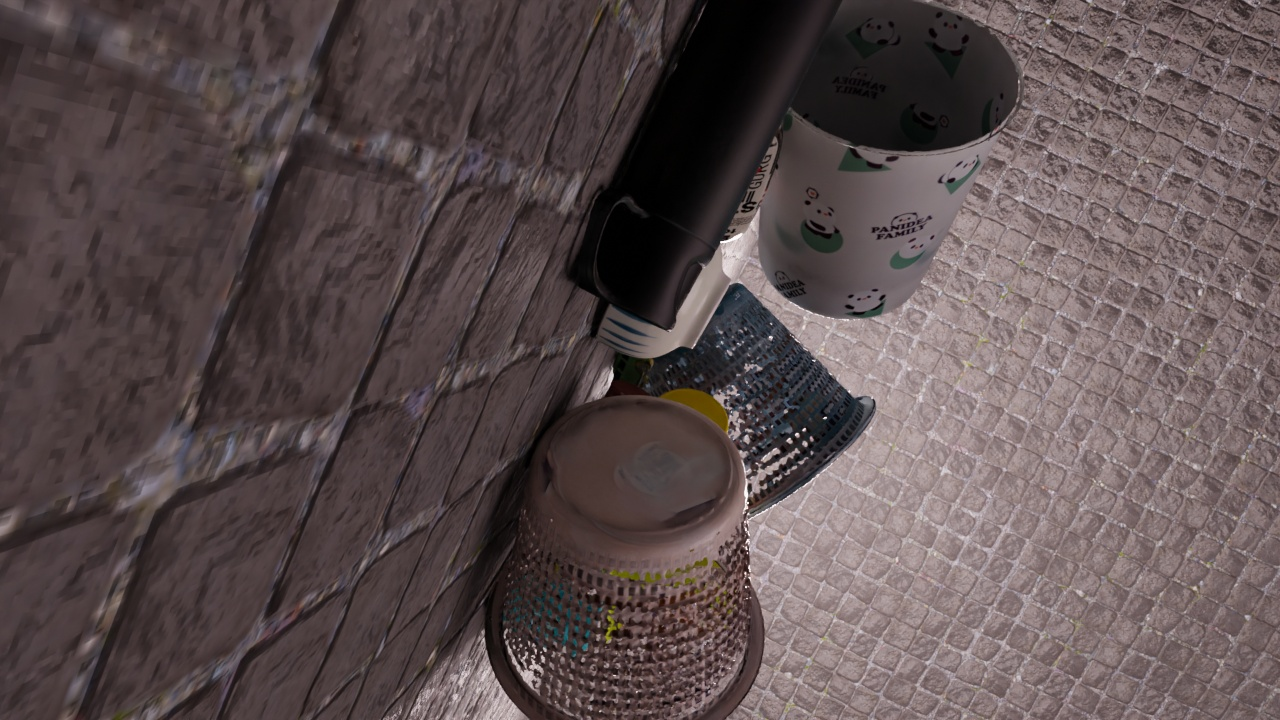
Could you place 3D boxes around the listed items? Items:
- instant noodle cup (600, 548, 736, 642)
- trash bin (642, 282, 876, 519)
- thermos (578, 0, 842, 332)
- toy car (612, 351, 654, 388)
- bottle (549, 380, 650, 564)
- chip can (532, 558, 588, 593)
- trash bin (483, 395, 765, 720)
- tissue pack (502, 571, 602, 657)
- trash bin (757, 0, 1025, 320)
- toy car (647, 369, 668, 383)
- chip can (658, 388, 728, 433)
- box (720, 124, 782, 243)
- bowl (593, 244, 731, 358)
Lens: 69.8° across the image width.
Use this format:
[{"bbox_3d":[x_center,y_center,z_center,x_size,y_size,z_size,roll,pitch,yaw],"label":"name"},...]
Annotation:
[{"bbox_3d":[0.026,0.212,0.863,0.112,0.123,0.111,180,-87,-86],"label":"instant noodle cup"},{"bbox_3d":[0.101,0.035,0.980,0.226,0.195,0.226,-37,-178,1],"label":"trash bin"},{"bbox_3d":[0.040,-0.138,0.499,0.242,0.068,0.090,-64,153,1],"label":"thermos"},{"bbox_3d":[-0.005,0.005,0.864,0.043,0.036,0.091,-60,172,-48],"label":"toy car"},{"bbox_3d":[-0.042,0.103,0.847,0.175,0.057,0.057,-66,175,14],"label":"bottle"},{"bbox_3d":[-0.055,0.160,0.932,0.072,0.072,0.213,-21,135,-82],"label":"chip can"},{"bbox_3d":[-0.006,0.142,0.688,0.226,0.227,0.192,-59,160,-47],"label":"trash bin"},{"bbox_3d":[-0.086,0.231,0.831,0.134,0.093,0.050,102,11,-67],"label":"tissue pack"},{"bbox_3d":[0.223,-0.187,0.913,0.252,0.230,0.228,90,24,-54],"label":"trash bin"},{"bbox_3d":[0.029,0.012,1.276,0.049,0.031,0.106,-64,177,6],"label":"toy car"},{"bbox_3d":[0.034,0.118,0.883,0.217,0.073,0.073,96,18,-50],"label":"chip can"},{"bbox_3d":[0.087,-0.180,0.850,0.163,0.076,0.087,101,-9,-60],"label":"box"},{"bbox_3d":[0.024,-0.049,0.668,0.116,0.066,0.116,-59,177,-5],"label":"bowl"}]
